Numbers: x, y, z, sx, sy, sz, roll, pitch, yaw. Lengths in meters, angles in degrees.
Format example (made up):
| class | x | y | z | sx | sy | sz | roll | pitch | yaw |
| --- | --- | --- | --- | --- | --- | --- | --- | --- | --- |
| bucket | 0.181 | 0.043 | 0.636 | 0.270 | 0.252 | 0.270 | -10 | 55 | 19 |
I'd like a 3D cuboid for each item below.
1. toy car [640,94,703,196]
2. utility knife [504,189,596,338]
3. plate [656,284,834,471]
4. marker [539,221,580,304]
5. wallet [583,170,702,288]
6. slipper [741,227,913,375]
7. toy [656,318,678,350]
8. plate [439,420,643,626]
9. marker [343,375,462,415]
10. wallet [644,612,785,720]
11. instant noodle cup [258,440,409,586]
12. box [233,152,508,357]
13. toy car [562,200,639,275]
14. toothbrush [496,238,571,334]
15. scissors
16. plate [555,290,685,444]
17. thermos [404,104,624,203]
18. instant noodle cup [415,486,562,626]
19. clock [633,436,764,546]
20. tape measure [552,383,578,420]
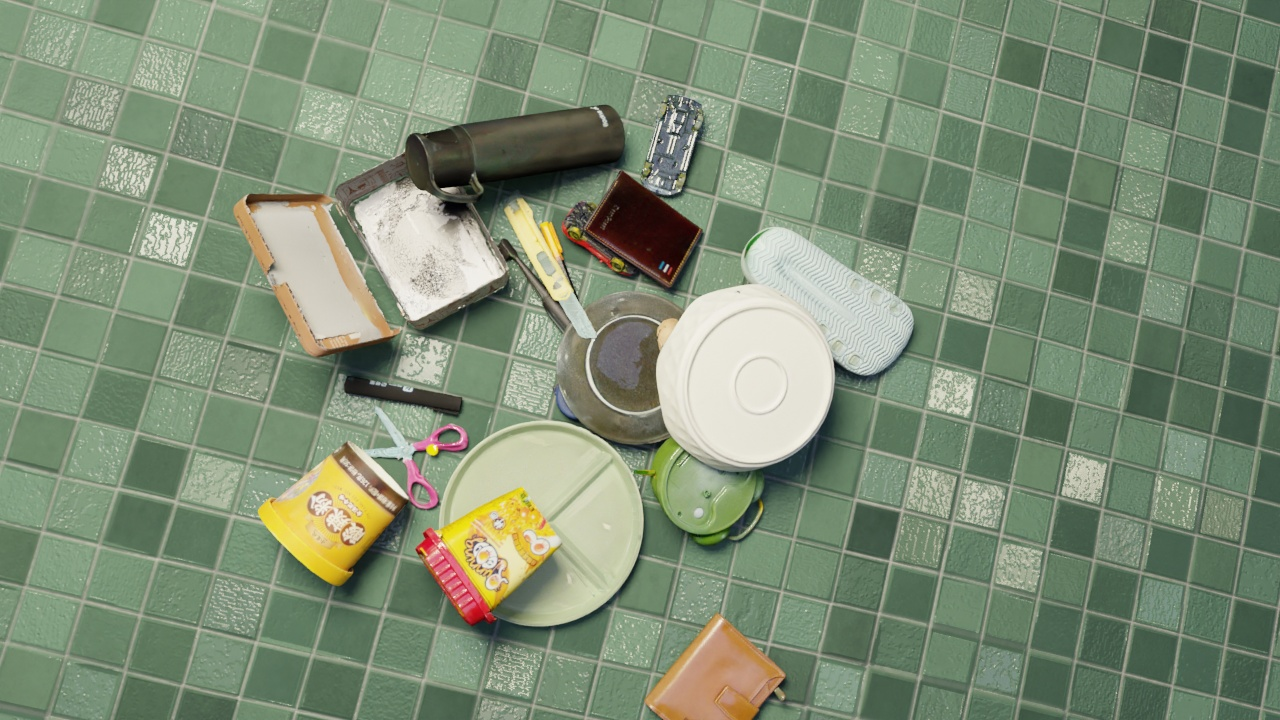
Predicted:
| class | x | y | z | sx | sy | sz | roll | pitch | yaw |
| --- | --- | --- | --- | --- | --- | --- | --- | --- | --- |
| toy car | 0.037 | -0.256 | 1.096 | 0.054 | 0.037 | 0.120 | 15 | 93 | -5 |
| utility knife | -0.106 | -0.109 | 1.058 | 0.031 | 0.021 | 0.208 | -32 | 80 | 6 |
| plate | 0.120 | 0.022 | 0.978 | 0.204 | 0.045 | 0.205 | -3 | 99 | -16 |
| marker | -0.089 | -0.105 | 1.076 | 0.015 | 0.018 | 0.124 | -22 | 89 | -3 |
| wallet | 0.004 | -0.153 | 1.072 | 0.122 | 0.020 | 0.096 | 34 | 64 | -9 |
| slipper | 0.213 | -0.068 | 1.076 | 0.245 | 0.074 | 0.104 | 33 | 88 | -20 |
| toy | 0.112 | 0.000 | 1.035 | 0.226 | 0.083 | 0.143 | 34 | 67 | -21 |
| plate | -0.111 | 0.183 | 1.042 | 0.230 | 0.027 | 0.230 | 1 | 84 | -7 |
| marker | -0.269 | 0.040 | 1.042 | 0.132 | 0.020 | 0.022 | 11 | 96 | -6 |
| wallet | 0.090 | 0.376 | 1.046 | 0.119 | 0.035 | 0.130 | 40 | 82 | 5 |
| instant noodle cup | -0.320 | 0.158 | 0.977 | 0.118 | 0.118 | 0.114 | 45 | 79 | -1 |
| box | -0.284 | -0.117 | 0.996 | 0.270 | 0.133 | 0.179 | -28 | 88 | -36 |
| toy car | -0.041 | -0.140 | 1.075 | 0.106 | 0.031 | 0.049 | 35 | 64 | -9 |
| toothbrush | -0.097 | -0.057 | 1.068 | 0.212 | 0.027 | 0.026 | 51 | 38 | 1 |
| scissors | -0.261 | 0.111 | 1.039 | 0.133 | 0.017 | 0.131 | -4 | 88 | -2 |
| plate | -0.006 | 0.006 | 1.044 | 0.179 | 0.024 | 0.179 | 1 | 82 | -7 |
| thermos | -0.130 | -0.224 | 1.009 | 0.241 | 0.069 | 0.090 | -19 | 75 | -32 |
| instant noodle cup | -0.158 | 0.202 | 0.971 | 0.123 | 0.116 | 0.116 | -35 | 89 | -20 |
| clock | 0.078 | 0.143 | 1.040 | 0.116 | 0.056 | 0.161 | -48 | 111 | -7 |
| tape measure | -0.071 | 0.041 | 1.061 | 0.058 | 0.025 | 0.054 | 42 | 84 | 3 |
